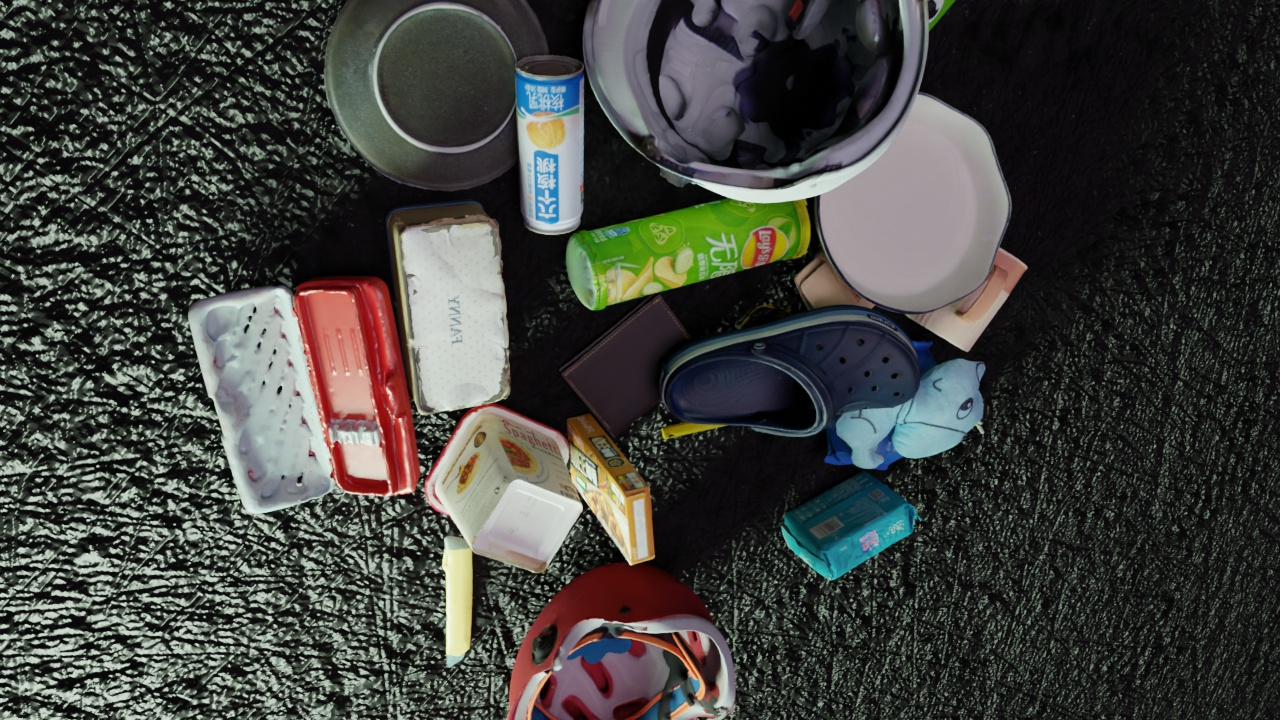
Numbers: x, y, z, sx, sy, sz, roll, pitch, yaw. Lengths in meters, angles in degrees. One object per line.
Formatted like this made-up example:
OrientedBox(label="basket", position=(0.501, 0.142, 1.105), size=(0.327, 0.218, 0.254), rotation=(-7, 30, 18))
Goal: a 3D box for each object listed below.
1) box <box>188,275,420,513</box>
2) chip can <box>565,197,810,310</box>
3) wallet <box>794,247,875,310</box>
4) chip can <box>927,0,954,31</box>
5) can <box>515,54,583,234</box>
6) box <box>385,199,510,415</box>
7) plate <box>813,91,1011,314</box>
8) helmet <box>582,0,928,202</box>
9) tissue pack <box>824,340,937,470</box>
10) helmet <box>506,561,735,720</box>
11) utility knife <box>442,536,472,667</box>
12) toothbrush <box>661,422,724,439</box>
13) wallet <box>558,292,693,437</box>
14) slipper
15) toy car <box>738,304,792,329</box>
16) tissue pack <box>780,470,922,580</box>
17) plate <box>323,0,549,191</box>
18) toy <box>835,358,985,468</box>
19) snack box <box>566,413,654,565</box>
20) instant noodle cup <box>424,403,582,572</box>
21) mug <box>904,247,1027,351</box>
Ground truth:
OrientedBox(label="box", position=(-0.271, 0.030, 0.763), size=(0.161, 0.059, 0.201), rotation=(-7, 116, -8))
OrientedBox(label="chip can", position=(0.043, -0.103, 0.826), size=(0.221, 0.072, 0.073), rotation=(-16, 118, -17))
OrientedBox(label="wallet", position=(0.206, -0.082, 0.914), size=(0.115, 0.024, 0.087), rotation=(-42, 109, -21))
OrientedBox(label="chip can", position=(0.195, -0.273, 0.818), size=(0.072, 0.072, 0.236), rotation=(38, 94, -32))
OrientedBox(label="can", position=(-0.073, -0.172, 0.742), size=(0.053, 0.053, 0.135), rotation=(-11, 128, -19))
OrientedBox(label="box", position=(-0.160, -0.050, 0.768), size=(0.089, 0.062, 0.184), rotation=(-8, 113, -21))
OrientedBox(label="plate", position=(0.255, -0.148, 0.883), size=(0.204, 0.045, 0.205), rotation=(-1, 94, -14))
OrientedBox(label="helmet", position=(0.097, -0.232, 0.726), size=(0.145, 0.259, 0.229), rotation=(14, 92, -68))
OrientedBox(label="tissue pack", position=(0.258, 0.047, 1.001), size=(0.095, 0.052, 0.157), rotation=(6, 110, -24))
OrientedBox(label="helmet", position=(-0.031, 0.303, 0.938), size=(0.240, 0.143, 0.207), rotation=(-35, 123, 11))
OrientedBox(label="utility knife", position=(-0.183, 0.243, 0.914), size=(0.031, 0.018, 0.167), rotation=(-3, 112, -18))
OrientedBox(label="toothbrush", position=(0.116, 0.058, 0.937), size=(0.190, 0.016, 0.016), rotation=(-11, 132, -4))
OrientedBox(label="wallet", position=(-0.005, 0.005, 0.885), size=(0.122, 0.020, 0.096), rotation=(-39, 118, -3))
OrientedBox(label="slipper", position=(0.145, 0.018, 0.859), size=(0.253, 0.095, 0.105), rotation=(-5, 127, -3))
OrientedBox(label="toy car", position=(0.157, -0.012, 0.935), size=(0.155, 0.041, 0.071), rotation=(19, 103, -32))
OrientedBox(label="tissue pack", position=(0.235, 0.182, 1.028), size=(0.133, 0.093, 0.050), rotation=(-27, 116, -10))
OrientedBox(label="plate", position=(-0.152, -0.219, 0.715), size=(0.179, 0.024, 0.180), rotation=(-9, 115, -20))
OrientedBox(label="toy", position=(0.291, 0.056, 0.959), size=(0.156, 0.050, 0.161), rotation=(29, 101, -25))
OrientedBox(label="snack box", position=(-0.029, 0.114, 0.843), size=(0.026, 0.154, 0.075), rotation=(-13, 117, -19))
OrientedBox(label="instant noodle cup", position=(-0.117, 0.118, 0.823), size=(0.116, 0.124, 0.117), rotation=(27, 99, -31))
OrientedBox(label="mug", position=(0.340, -0.070, 0.950), size=(0.081, 0.114, 0.106), rotation=(30, 101, -6))
